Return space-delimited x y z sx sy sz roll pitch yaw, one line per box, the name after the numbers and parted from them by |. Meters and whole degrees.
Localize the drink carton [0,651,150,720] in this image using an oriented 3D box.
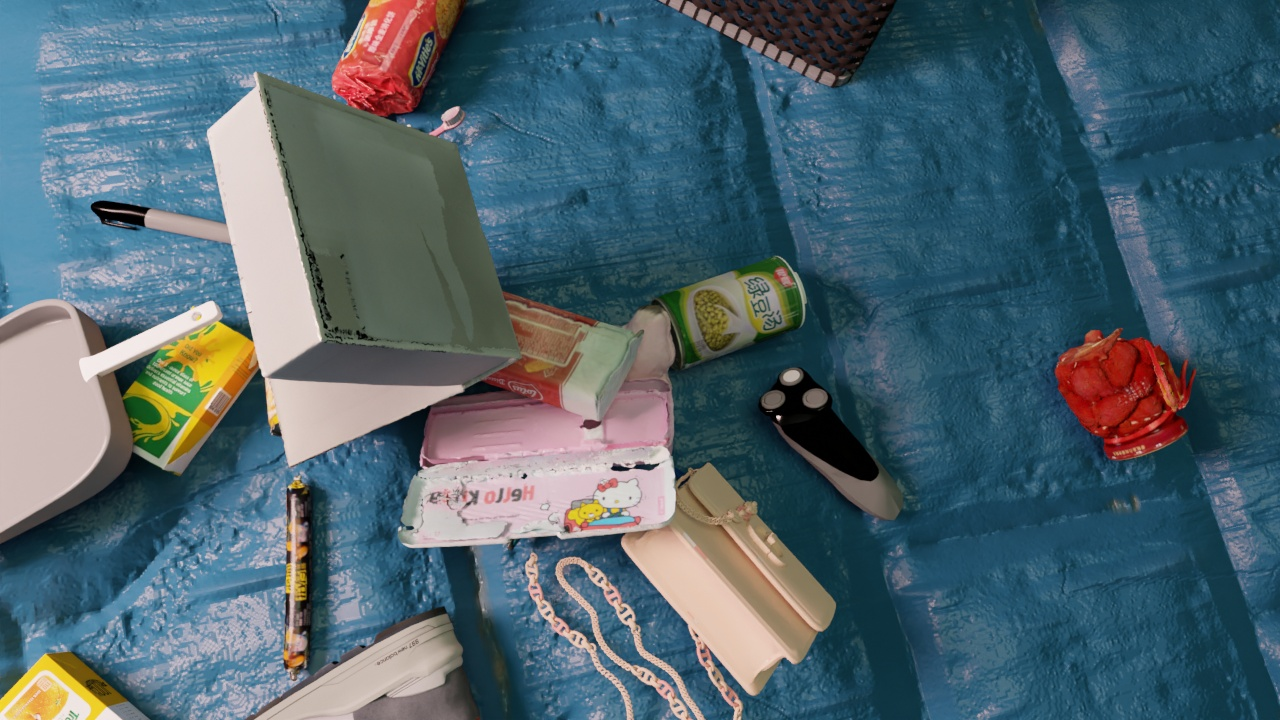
-0.389 0.269 0.649 0.122 0.040 0.058 39 73 2 | drink carton

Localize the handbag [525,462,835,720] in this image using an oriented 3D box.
0.032 0.186 0.735 0.198 0.116 0.188 48 118 8 | handbag

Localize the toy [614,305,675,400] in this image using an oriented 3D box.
-0.005 0.004 0.767 0.052 0.099 0.096 -38 110 -48 | toy

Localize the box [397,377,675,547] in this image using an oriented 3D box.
-0.073 0.079 0.699 0.201 0.041 0.153 -5 46 6 | box

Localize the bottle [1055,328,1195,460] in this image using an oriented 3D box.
0.434 0.023 0.817 0.098 0.099 0.111 -26 86 -15 | bottle

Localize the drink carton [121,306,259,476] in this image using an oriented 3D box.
-0.354 0.021 0.720 0.058 0.041 0.122 31 74 0 | drink carton

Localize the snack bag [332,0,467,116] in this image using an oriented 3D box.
-0.206 -0.287 0.807 0.082 0.082 0.176 21 73 -3 | snack bag

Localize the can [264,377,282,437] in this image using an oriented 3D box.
-0.262 0.003 0.725 0.067 0.068 0.105 -8 77 -11 | can

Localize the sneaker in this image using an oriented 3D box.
-0.214 0.288 0.648 0.239 0.089 0.124 -33 80 -19 | sneaker

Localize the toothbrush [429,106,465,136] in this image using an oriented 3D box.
-0.207 -0.177 0.796 0.135 0.016 0.021 -38 77 -5 | toothbrush

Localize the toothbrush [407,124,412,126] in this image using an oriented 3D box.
-0.182 -0.121 0.800 0.017 0.012 0.186 -18 79 0 | toothbrush

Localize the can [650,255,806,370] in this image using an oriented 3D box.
0.076 -0.041 0.791 0.120 0.067 0.067 -19 79 -13 | can

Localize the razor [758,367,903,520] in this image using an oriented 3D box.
0.168 0.077 0.785 0.156 0.060 0.057 51 61 -14 | razor

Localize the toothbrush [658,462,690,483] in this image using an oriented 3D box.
0.054 0.112 0.774 0.135 0.017 0.021 38 86 2 | toothbrush

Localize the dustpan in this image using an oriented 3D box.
-0.425 0.025 0.675 0.257 0.033 0.163 -27 68 -7 | dustpan

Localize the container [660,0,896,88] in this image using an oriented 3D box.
0.161 -0.451 0.818 0.245 0.244 0.247 27 73 -2 | container

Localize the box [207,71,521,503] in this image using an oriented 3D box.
-0.207 -0.020 0.697 0.164 0.447 0.167 -12 74 -21 | box

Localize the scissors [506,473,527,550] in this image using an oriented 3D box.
-0.105 0.078 0.757 0.118 0.019 0.148 19 70 -2 | scissors

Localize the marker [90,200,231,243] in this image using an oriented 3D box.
-0.385 -0.111 0.764 0.138 0.016 0.022 12 105 -7 | marker

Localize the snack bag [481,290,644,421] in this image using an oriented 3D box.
-0.116 -0.020 0.728 0.225 0.041 0.077 19 53 14 | snack bag

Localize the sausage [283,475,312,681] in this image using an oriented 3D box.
-0.264 0.166 0.708 0.020 0.020 0.155 -2 76 -10 | sausage
